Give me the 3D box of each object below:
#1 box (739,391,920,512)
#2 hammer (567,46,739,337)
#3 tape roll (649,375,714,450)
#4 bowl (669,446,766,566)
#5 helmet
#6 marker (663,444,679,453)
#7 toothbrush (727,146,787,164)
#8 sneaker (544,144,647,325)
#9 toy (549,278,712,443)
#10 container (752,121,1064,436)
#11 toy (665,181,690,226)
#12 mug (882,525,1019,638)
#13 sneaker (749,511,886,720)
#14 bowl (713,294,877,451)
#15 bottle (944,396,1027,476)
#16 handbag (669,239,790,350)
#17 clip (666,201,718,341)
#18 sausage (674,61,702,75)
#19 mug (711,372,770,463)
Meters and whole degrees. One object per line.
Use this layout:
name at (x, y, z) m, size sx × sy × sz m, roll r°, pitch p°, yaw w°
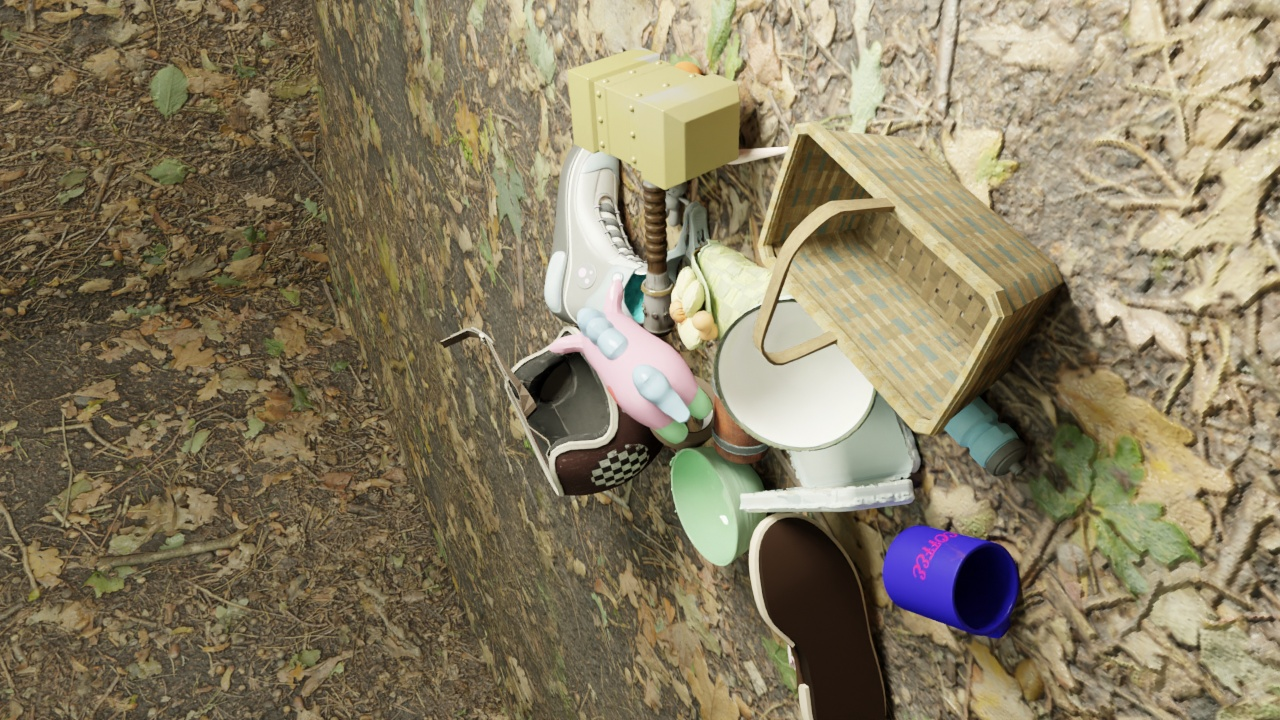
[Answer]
box at (0.177, 0.110, 0.935) m, size 0.211 × 0.105 × 0.129 m, roll -34°, pitch 71°, yaw 63°
hammer at (0.016, -0.166, 1.050) m, size 0.190 × 0.100 × 0.325 m, roll 35°, pitch 142°, yaw 39°
tape roll at (0.055, 0.065, 1.162) m, size 0.093 × 0.093 × 0.030 m, roll 66°, pitch 153°, yaw 16°
bowl at (0.106, 0.172, 1.141) m, size 0.151 × 0.076 × 0.151 m, roll 40°, pitch 138°, yaw 49°
helmet at (-0.088, 0.064, 1.261) m, size 0.233 × 0.253 × 0.234 m, roll 54°, pitch 165°, yaw 45°
marker at (0.025, 0.113, 1.343) m, size 0.142 × 0.012 × 0.013 m, roll 29°, pitch 130°, yaw 55°
toothbrush at (0.133, -0.214, 0.941) m, size 0.181 × 0.018 × 0.016 m, roll 16°, pitch 117°, yaw 63°
sneaker at (-0.033, -0.167, 1.199) m, size 0.161 × 0.093 × 0.256 m, roll 12°, pitch 93°, yaw 39°
toy at (-0.006, 0.006, 1.063) m, size 0.171 × 0.120 × 0.222 m, roll 45°, pitch -179°, yaw -14°
container at (0.179, -0.069, 0.733) m, size 0.250 × 0.186 × 0.158 m, roll 55°, pitch 148°, yaw 34°
toy at (0.042, -0.210, 1.104) m, size 0.049 × 0.030 × 0.112 m, roll 31°, pitch 141°, yaw 16°
mug at (0.284, 0.205, 0.820) m, size 0.111 × 0.079 × 0.084 m, roll 51°, pitch 160°, yaw -18°
sneaker at (0.187, 0.289, 1.023) m, size 0.294 × 0.111 × 0.116 m, roll 67°, pitch 169°, yaw -14°
bowl at (0.152, 0.004, 0.880) m, size 0.153 × 0.072 × 0.153 m, roll 8°, pitch 114°, yaw 17°
bottle at (0.275, 0.048, 0.776) m, size 0.130 × 0.040 × 0.040 m, roll 54°, pitch 148°, yaw 36°
handbag at (0.099, -0.050, 0.982) m, size 0.186 × 0.116 × 0.113 m, roll 38°, pitch 138°, yaw 51°
clip at (0.054, -0.106, 1.142) m, size 0.165 × 0.031 × 0.169 m, roll 0°, pitch 103°, yaw 62°
sausage at (0.030, -0.287, 1.073) m, size 0.044 × 0.039 × 0.165 m, roll 63°, pitch 152°, yaw 16°
mug at (0.116, 0.044, 1.061) m, size 0.117 × 0.081 × 0.111 m, roll -108°, pitch 15°, yaw -49°
